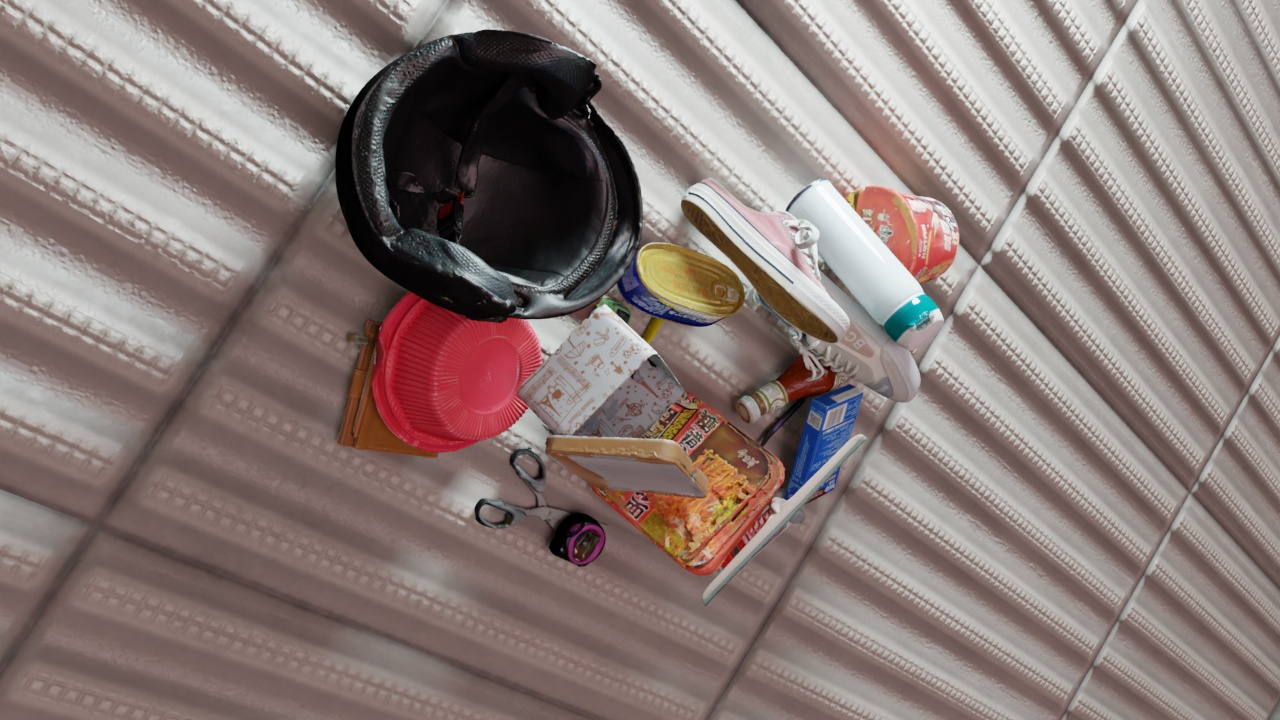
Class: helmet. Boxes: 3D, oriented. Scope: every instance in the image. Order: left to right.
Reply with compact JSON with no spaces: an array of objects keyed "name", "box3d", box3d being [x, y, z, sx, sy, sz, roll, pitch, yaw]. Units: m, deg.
[{"name":"helmet","box3d":[-0.137,-0.154,0.819,0.274,0.230,0.233,24,83,-37]}]

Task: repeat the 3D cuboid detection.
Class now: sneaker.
[{"name":"sneaker","box3d":[0.155,-0.125,1.029,0.087,0.118,0.241,-44,85,-10]},{"name":"sneaker","box3d":[0.230,-0.023,1.103,0.242,0.090,0.090,43,71,-2]}]

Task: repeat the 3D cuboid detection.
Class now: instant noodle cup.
[{"name":"instant noodle cup","box3d":[-0.167,0.009,0.913,0.193,0.066,0.194,-19,118,-40]},{"name":"instant noodle cup","box3d":[0.058,0.141,1.063,0.164,0.189,0.079,-48,155,-9]},{"name":"instant noodle cup","box3d":[0.321,-0.149,1.142,0.108,0.138,0.138,-8,107,-36]}]

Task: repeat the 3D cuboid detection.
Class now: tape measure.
[{"name":"tape measure","box3d":[-0.069,0.207,1.058,0.057,0.039,0.058,37,84,-36]}]

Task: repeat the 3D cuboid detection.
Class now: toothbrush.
[{"name":"toothbrush","box3d":[-0.006,0.006,1.062,0.016,0.016,0.190,32,86,-39]},{"name":"toothbrush","box3d":[0.182,0.079,1.194,0.188,0.017,0.014,-44,132,-16]}]

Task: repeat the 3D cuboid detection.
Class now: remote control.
[{"name":"remote control","box3d":[0.150,0.227,1.210,0.135,0.020,0.056,-37,117,-16]}]

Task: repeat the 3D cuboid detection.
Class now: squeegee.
[{"name":"squeegee","box3d":[0.171,0.179,1.087,0.248,0.040,0.249,-47,163,3]}]

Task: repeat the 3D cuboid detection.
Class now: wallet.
[{"name":"wallet","box3d":[-0.243,0.030,0.921,0.119,0.035,0.131,12,97,-33]}]

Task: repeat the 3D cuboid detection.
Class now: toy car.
[{"name":"toy car","box3d":[-0.042,-0.024,1.023,0.043,0.036,0.091,22,96,-34]}]

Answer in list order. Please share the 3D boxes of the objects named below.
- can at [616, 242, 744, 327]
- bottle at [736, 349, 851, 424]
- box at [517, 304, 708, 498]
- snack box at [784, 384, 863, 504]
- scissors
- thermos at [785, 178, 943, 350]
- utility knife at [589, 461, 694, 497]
[{"name":"can","box3d":[0.045,-0.083,1.031,0.148,0.049,0.074,13,66,-31]},{"name":"bottle","box3d":[0.212,0.021,1.165,0.205,0.060,0.060,-27,115,-21]},{"name":"box","box3d":[-0.009,0.074,0.936,0.153,0.181,0.182,-48,160,-3]},{"name":"snack box","box3d":[0.237,0.111,1.190,0.084,0.026,0.157,-17,128,-42]},{"name":"scissors","box3d":[-0.112,0.171,1.051,0.175,0.014,0.159,-11,111,-29]},{"name":"thermos","box3d":[0.263,-0.110,1.073,0.073,0.224,0.073,-32,161,-13]},{"name":"utility knife","box3d":[-0.011,0.120,1.030,0.015,0.165,0.033,74,34,-64]}]
